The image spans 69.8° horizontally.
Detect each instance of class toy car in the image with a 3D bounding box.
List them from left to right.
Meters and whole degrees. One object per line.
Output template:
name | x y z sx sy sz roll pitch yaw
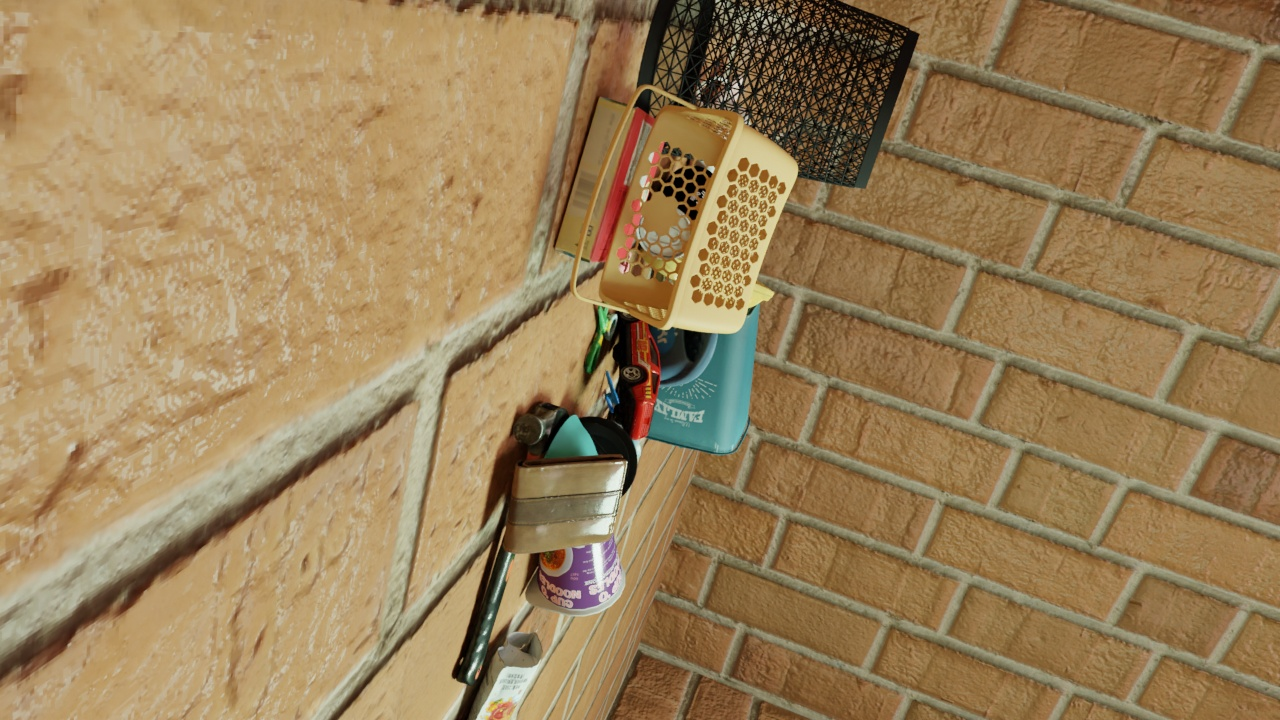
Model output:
toy car | -0.007 0.007 1.154 0.082 0.056 0.189 102 -13 -44

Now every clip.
clip | -0.023 -0.103 1.072 0.049 0.023 0.059 -47 153 -57

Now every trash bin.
trash bin | 0.089 0.000 1.448 0.198 0.197 0.219 -50 151 -66
trash bin | 0.146 -0.294 0.968 0.217 0.243 0.217 21 89 -80

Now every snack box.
snack box | -0.024 -0.167 0.875 0.144 0.040 0.143 -29 138 -76

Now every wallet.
wallet | -0.075 0.143 0.919 0.027 0.121 0.099 41 -54 53

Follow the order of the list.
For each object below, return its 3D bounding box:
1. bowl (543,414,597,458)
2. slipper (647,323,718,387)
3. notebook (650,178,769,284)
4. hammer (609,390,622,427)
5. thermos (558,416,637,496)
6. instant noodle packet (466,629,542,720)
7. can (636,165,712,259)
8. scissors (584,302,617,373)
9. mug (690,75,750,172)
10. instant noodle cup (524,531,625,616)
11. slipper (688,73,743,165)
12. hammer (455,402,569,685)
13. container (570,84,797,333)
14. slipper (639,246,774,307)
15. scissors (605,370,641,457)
bowl | -0.071 0.122 0.972 0.121 0.046 0.121 22 89 -80
slipper | 0.031 -0.013 1.218 0.214 0.059 0.103 -28 -125 49
notebook | 0.102 -0.179 1.339 0.214 0.034 0.191 -34 150 -30
hammer | -0.036 0.092 1.362 0.124 0.029 0.311 -41 149 -72
thermos | -0.052 0.126 1.144 0.218 0.106 0.105 65 45 -84
instant noodle packet | -0.196 0.474 1.149 0.269 0.057 0.146 -68 170 11
can | 0.050 -0.184 1.139 0.145 0.080 0.080 -57 163 -55
scissors | -0.041 -0.047 1.102 0.116 0.012 0.130 -55 163 -61
mug | 0.095 -0.301 1.178 0.090 0.076 0.124 -117 -167 -60
instant noodle cup | -0.087 0.244 1.182 0.136 0.122 0.122 -16 129 -21
slipper | 0.106 -0.298 1.309 0.106 0.056 0.222 -54 163 -65
hammer | -0.142 0.201 0.980 0.133 0.033 0.333 -33 143 -76
container | 0.026 -0.125 0.792 0.166 0.129 0.183 13 100 -37
slipper | 0.082 -0.109 1.255 0.263 0.099 0.078 8 124 -53
scissors | -0.026 0.074 1.242 0.013 0.129 0.125 -24 -178 -13
